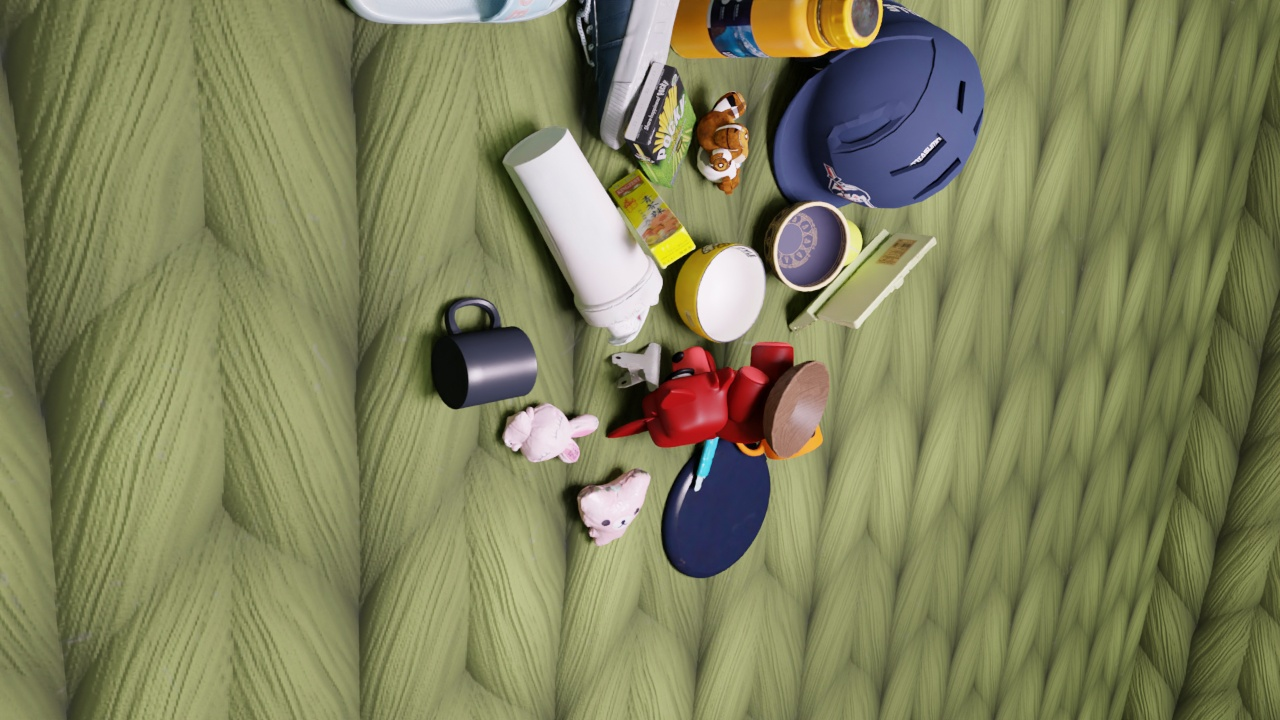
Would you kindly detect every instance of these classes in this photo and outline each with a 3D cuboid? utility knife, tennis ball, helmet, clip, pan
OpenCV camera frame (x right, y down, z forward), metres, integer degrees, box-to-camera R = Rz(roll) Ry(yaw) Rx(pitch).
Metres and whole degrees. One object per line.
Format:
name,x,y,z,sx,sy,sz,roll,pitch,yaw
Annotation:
utility knife,0.088,0.108,1.171,0.022,0.015,0.123,32,70,-41
tennis ball,0.261,-0.157,1.220,0.065,0.065,0.065,-15,113,-39
helmet,0.291,-0.286,1.134,0.273,0.222,0.232,-39,138,21
clip,-0.005,0.006,1.045,0.054,0.101,0.040,-11,115,8
pan,0.154,0.140,1.254,0.355,0.021,0.199,-52,131,-18

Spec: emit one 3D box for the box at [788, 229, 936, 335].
box,0.291,-0.108,1.224,0.187,0.141,0.047,-44,111,-21

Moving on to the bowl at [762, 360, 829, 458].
bowl,0.171,0.051,1.039,0.117,0.030,0.118,-29,131,-41

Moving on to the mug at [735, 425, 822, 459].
mug,0.171,0.077,1.202,0.112,0.077,0.096,-20,100,-3

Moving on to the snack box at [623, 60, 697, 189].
snack box,0.024,-0.240,0.954,0.147,0.025,0.080,28,83,-77

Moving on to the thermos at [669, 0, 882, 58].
thermos,0.135,-0.347,0.929,0.091,0.233,0.076,-21,116,-37

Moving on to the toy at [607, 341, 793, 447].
toy,0.076,0.044,1.068,0.196,0.159,0.120,-7,74,-32

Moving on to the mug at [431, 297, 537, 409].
mug,-0.157,-0.010,0.896,0.077,0.071,0.105,-11,84,-39

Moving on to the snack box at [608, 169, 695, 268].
snack box,0.010,-0.147,0.940,0.040,0.148,0.029,-33,129,3

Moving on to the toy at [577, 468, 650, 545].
toy,-0.034,0.177,1.074,0.098,0.053,0.096,-16,127,-35

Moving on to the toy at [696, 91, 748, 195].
toy,0.095,-0.239,1.039,0.113,0.067,0.087,59,26,-56

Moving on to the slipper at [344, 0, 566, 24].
slipper,-0.140,-0.341,0.792,0.244,0.074,0.104,-24,119,-33

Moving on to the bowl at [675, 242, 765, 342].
bowl,0.085,-0.084,1.084,0.117,0.068,0.117,-15,114,-38

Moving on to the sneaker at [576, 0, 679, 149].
sneaker,-0.019,-0.326,0.901,0.089,0.087,0.236,-48,158,-56

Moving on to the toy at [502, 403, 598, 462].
toy,-0.095,0.080,0.990,0.109,0.047,0.063,11,104,-47

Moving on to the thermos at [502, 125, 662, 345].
thermos,-0.051,-0.127,0.932,0.099,0.099,0.220,-45,125,-23

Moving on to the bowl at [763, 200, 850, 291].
bowl,0.202,-0.150,1.166,0.112,0.061,0.112,-8,111,-22
